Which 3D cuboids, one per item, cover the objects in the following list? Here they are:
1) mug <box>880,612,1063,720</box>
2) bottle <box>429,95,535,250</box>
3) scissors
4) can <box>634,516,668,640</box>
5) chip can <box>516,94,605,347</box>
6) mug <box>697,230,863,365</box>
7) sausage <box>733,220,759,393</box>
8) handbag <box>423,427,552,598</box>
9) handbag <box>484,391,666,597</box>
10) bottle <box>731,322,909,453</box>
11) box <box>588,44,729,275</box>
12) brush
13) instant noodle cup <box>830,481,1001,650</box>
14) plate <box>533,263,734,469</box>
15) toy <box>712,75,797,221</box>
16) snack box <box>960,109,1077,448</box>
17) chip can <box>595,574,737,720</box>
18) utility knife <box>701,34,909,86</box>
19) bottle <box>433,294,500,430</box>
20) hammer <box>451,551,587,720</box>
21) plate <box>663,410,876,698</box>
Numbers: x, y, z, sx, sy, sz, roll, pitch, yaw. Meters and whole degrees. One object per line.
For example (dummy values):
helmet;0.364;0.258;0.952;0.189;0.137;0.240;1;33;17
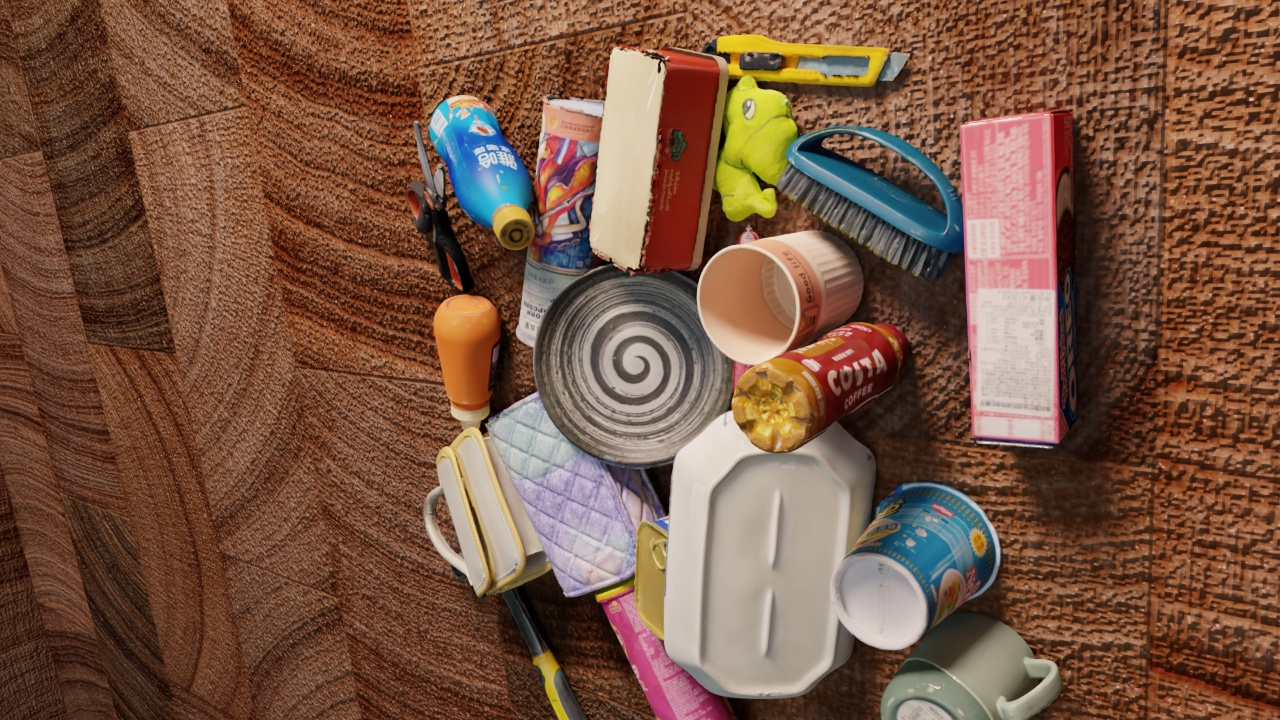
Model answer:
mug;0.237;0.237;0.648;0.112;0.106;0.082;-21;89;40
bottle;-0.132;-0.161;0.792;0.218;0.065;0.065;58;137;47
scissors;-0.202;-0.152;0.872;0.198;0.021;0.227;47;158;39
can;0.045;0.179;0.794;0.057;0.083;0.102;26;120;50
chip can;-0.063;-0.118;0.804;0.071;0.071;0.215;25;118;31
mug;0.106;-0.035;0.669;0.082;0.105;0.114;4;106;38
sausage;0.087;-0.035;0.742;0.020;0.020;0.156;13;111;36
handbag;-0.177;0.169;0.970;0.179;0.063;0.163;-36;68;38
handbag;-0.059;0.119;0.872;0.134;0.075;0.194;-28;84;36
bottle;0.130;0.011;0.618;0.057;0.174;0.057;13;111;36
box;0.004;-0.157;0.720;0.091;0.076;0.168;35;125;49
brush;0.163;-0.118;0.631;0.144;0.055;0.074;37;124;25
instant noodle cup;0.190;0.151;0.657;0.099;0.109;0.099;14;113;36
plate;-0.005;0.005;0.793;0.179;0.024;0.179;1;97;11
toy;0.086;-0.158;0.697;0.100;0.031;0.096;-40;78;44
snack box;0.242;-0.051;0.587;0.058;0.057;0.207;3;105;36
chip can;0.034;0.297;0.855;0.072;0.071;0.210;-29;85;41
utility knife;0.113;-0.218;0.665;0.168;0.015;0.033;16;116;35
bottle;-0.177;0.009;0.947;0.067;0.066;0.150;24;125;32
hammer;-0.099;0.341;1.004;0.126;0.031;0.323;-33;82;41
plate;0.101;0.164;0.721;0.162;0.034;0.266;2;109;-2
